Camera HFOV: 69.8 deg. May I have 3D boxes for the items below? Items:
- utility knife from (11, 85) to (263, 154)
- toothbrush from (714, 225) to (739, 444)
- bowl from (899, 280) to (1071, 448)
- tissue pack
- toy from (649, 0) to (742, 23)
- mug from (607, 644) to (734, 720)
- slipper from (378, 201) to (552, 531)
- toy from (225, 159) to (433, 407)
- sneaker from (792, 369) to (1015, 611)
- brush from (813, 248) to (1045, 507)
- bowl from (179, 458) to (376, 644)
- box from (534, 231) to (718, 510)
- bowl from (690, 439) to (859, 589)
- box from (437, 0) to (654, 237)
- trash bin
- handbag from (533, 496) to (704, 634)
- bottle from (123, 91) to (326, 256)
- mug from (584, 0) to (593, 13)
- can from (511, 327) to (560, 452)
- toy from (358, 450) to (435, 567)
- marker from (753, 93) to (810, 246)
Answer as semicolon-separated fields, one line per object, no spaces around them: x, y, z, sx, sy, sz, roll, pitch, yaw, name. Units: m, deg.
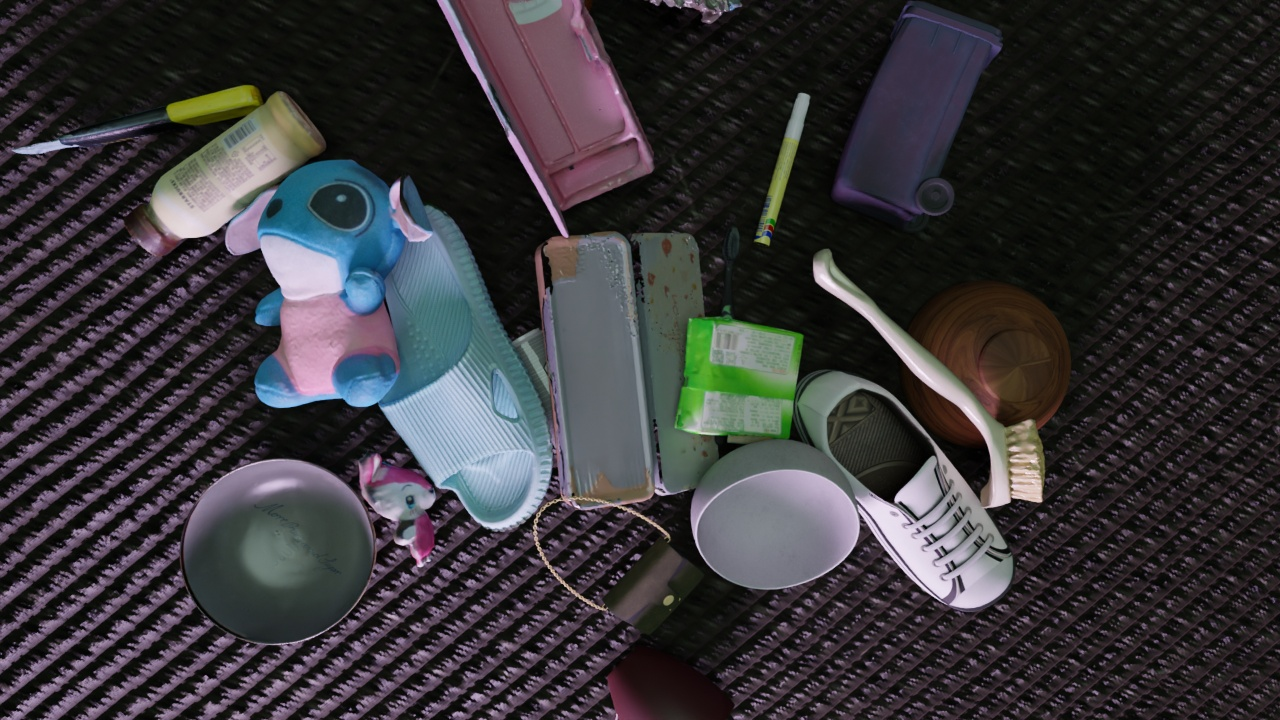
-0.405;-0.191;0.742;0.198;0.029;0.020;-15;88;-4;utility knife
0.073;-0.022;0.777;0.014;0.017;0.188;4;86;-3;toothbrush
0.301;0.004;0.772;0.147;0.069;0.147;0;91;-4;bowl
0.084;0.018;0.756;0.113;0.034;0.099;8;90;-35;tissue pack
0.022;-0.342;0.734;0.176;0.132;0.076;49;119;11;toy
0.009;0.291;0.763;0.088;0.086;0.114;45;120;14;mug
-0.151;0.007;0.729;0.116;0.069;0.276;-21;90;26;slipper
-0.225;-0.058;0.689;0.224;0.098;0.191;1;91;35;toy
0.227;0.106;0.756;0.091;0.097;0.245;-37;93;-2;sneaker
0.229;0.014;0.720;0.077;0.062;0.272;-40;101;20;brush
-0.285;0.149;0.743;0.150;0.057;0.150;0;91;-4;bowl
-0.005;0.004;0.743;0.156;0.063;0.216;-6;90;-38;box
0.108;0.118;0.751;0.132;0.064;0.132;-1;124;-1;bowl
-0.076;-0.214;0.675;0.099;0.115;0.233;-20;117;12;box
0.227;-0.198;0.753;0.092;0.093;0.161;22;91;5;trash bin
-0.021;0.157;0.725;0.084;0.027;0.178;-47;130;-2;handbag
-0.333;-0.146;0.734;0.162;0.056;0.056;-37;93;-2;bottle
-0.079;-0.300;0.734;0.081;0.085;0.111;17;91;-6;mug
-0.072;0.027;0.761;0.044;0.044;0.106;-30;93;-3;can
-0.187;0.114;0.744;0.050;0.065;0.102;-29;91;-3;toy
0.122;-0.163;0.784;0.014;0.014;0.132;16;90;-4;marker
